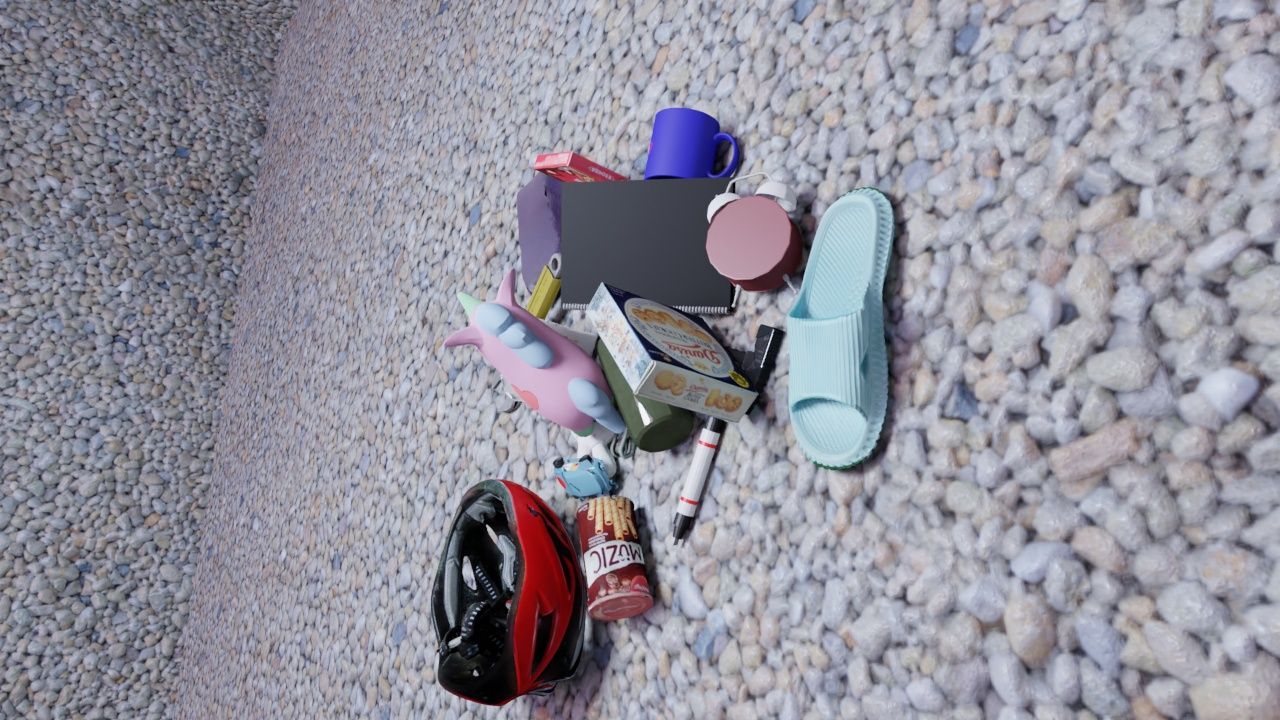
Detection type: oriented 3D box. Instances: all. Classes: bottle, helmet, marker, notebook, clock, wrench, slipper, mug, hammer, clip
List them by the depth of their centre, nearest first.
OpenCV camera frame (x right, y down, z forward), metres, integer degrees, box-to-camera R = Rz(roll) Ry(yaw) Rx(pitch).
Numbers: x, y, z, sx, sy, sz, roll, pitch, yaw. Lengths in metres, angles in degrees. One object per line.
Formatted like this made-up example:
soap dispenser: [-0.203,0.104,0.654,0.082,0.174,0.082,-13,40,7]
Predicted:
slipper: [0.179,-0.037,0.855,0.116,0.069,0.276,-7,71,55]
clock: [0.119,-0.131,0.957,0.096,0.048,0.137,-11,71,24]
marker: [0.059,0.131,0.987,0.019,0.019,0.145,21,94,54]
notebook: [0.005,-0.130,1.045,0.207,0.016,0.149,3,95,21]
bottle: [-0.006,0.006,1.063,0.072,0.071,0.206,-48,48,30]
hammer: [0.042,-0.023,1.075,0.325,0.015,0.095,23,96,55]
mug: [0.064,-0.244,1.087,0.111,0.079,0.083,6,81,25]
helmet: [-0.160,0.271,1.098,0.218,0.166,0.271,-45,45,34]
clip: [-0.016,0.081,1.105,0.047,0.023,0.076,0,75,55]
wrench: [-0.159,-0.037,1.303,0.083,0.018,0.274,56,132,34]

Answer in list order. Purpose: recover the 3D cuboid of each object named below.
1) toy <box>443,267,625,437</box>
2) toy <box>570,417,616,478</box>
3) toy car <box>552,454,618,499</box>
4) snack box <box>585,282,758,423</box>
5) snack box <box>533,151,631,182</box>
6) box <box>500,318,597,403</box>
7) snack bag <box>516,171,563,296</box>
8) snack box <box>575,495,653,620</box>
toy: [-0.115,0.005,1.072,0.222,0.171,0.120,32,75,29]
toy: [-0.057,0.085,1.143,0.076,0.037,0.125,-8,76,44]
toy car: [-0.077,0.148,1.127,0.027,0.060,0.108,-40,18,-35]
snack box: [0.031,-0.008,0.946,0.043,0.144,0.145,-56,40,21]
snack box: [-0.061,-0.235,1.191,0.089,0.132,0.021,13,86,54]
box: [-0.137,0.009,1.221,0.103,0.110,0.130,15,88,54]
snack bag: [-0.136,-0.187,1.336,0.097,0.058,0.205,-36,50,39]
snack box: [-0.031,0.220,1.028,0.072,0.072,0.121,-41,46,37]
